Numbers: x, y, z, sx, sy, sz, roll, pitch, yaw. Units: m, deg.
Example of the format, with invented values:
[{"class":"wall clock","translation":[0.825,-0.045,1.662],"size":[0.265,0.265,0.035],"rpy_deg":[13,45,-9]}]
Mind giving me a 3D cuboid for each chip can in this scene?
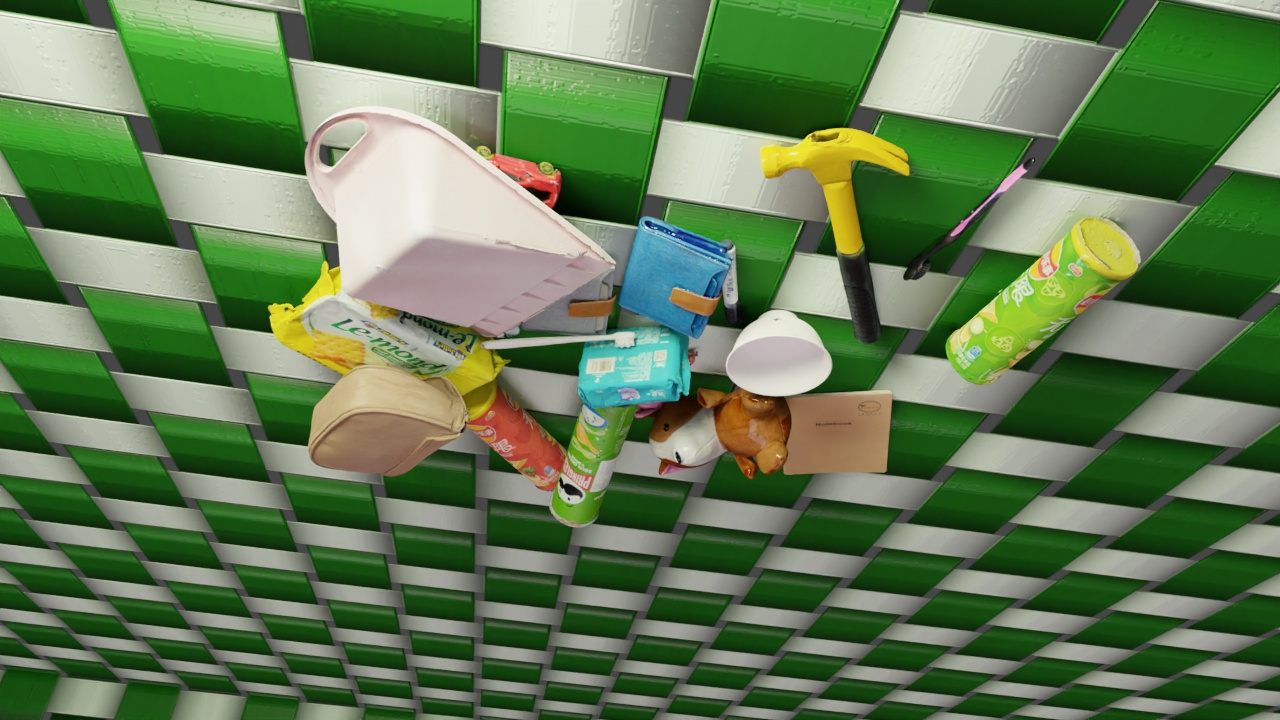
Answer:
[{"class":"chip can","translation":[-0.172,0.101,1.248],"size":[0.073,0.073,0.216],"rpy_deg":[-12,142,22]},{"class":"chip can","translation":[-0.061,0.119,1.212],"size":[0.072,0.072,0.237],"rpy_deg":[12,129,-10]},{"class":"chip can","translation":[0.410,-0.054,0.960],"size":[0.072,0.072,0.222],"rpy_deg":[15,144,-14]}]

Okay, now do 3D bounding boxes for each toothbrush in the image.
[{"class":"toothbrush","translation":[0.323,-0.135,0.907],"size":[0.017,0.014,0.190],"rpy_deg":[9,146,-23]},{"class":"toothbrush","translation":[-0.096,-0.020,1.063],"size":[0.180,0.016,0.016],"rpy_deg":[-3,156,3]}]

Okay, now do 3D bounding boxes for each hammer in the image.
[{"class":"hammer","translation":[0.214,-0.116,0.930],"size":[0.129,0.032,0.301],"rpy_deg":[-7,143,17]}]

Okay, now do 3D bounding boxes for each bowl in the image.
[{"class":"bowl","translation":[0.157,-0.017,1.047],"size":[0.118,0.064,0.118],"rpy_deg":[3,144,2]}]

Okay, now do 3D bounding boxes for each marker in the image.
[{"class":"marker","translation":[0.099,-0.084,1.002],"size":[0.022,0.018,0.131],"rpy_deg":[-13,144,-1]}]

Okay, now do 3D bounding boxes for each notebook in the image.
[{"class":"notebook","translation":[0.264,0.103,1.254],"size":[0.148,0.008,0.208],"rpy_deg":[-3,144,10]}]

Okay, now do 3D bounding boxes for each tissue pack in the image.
[{"class":"tissue pack","translation":[-0.006,0.006,1.076],"size":[0.134,0.093,0.050],"rpy_deg":[-5,140,15]}]

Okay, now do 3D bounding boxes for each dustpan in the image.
[{"class":"dustpan","translation":[-0.192,-0.141,0.924],"size":[0.273,0.138,0.223],"rpy_deg":[11,153,-44]}]

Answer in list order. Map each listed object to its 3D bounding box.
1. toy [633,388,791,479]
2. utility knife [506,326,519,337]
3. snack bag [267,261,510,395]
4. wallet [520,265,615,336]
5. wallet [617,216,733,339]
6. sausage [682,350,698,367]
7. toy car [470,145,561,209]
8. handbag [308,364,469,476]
[{"class":"toy","translation":[0.091,0.094,1.171],"size":[0.200,0.130,0.140],"rpy_deg":[-5,111,30]},{"class":"utility knife","translation":[-0.158,-0.100,0.988],"size":[0.034,0.018,0.219],"rpy_deg":[2,138,8]},{"class":"snack bag","translation":[-0.296,-0.026,1.080],"size":[0.246,0.068,0.158],"rpy_deg":[31,142,-34]},{"class":"wallet","translation":[-0.082,-0.070,1.026],"size":[0.106,0.036,0.130],"rpy_deg":[8,146,-4]},{"class":"wallet","translation":[0.035,-0.085,0.978],"size":[0.106,0.040,0.133],"rpy_deg":[24,145,3]},{"class":"sausage","translation":[0.020,0.023,1.161],"size":[0.020,0.020,0.156],"rpy_deg":[27,139,-28]},{"class":"toy car","translation":[-0.131,-0.174,0.890],"size":[0.106,0.031,0.049],"rpy_deg":[14,143,-10]},{"class":"handbag","translation":[-0.303,0.069,1.085],"size":[0.147,0.099,0.205],"rpy_deg":[19,148,-32]}]
